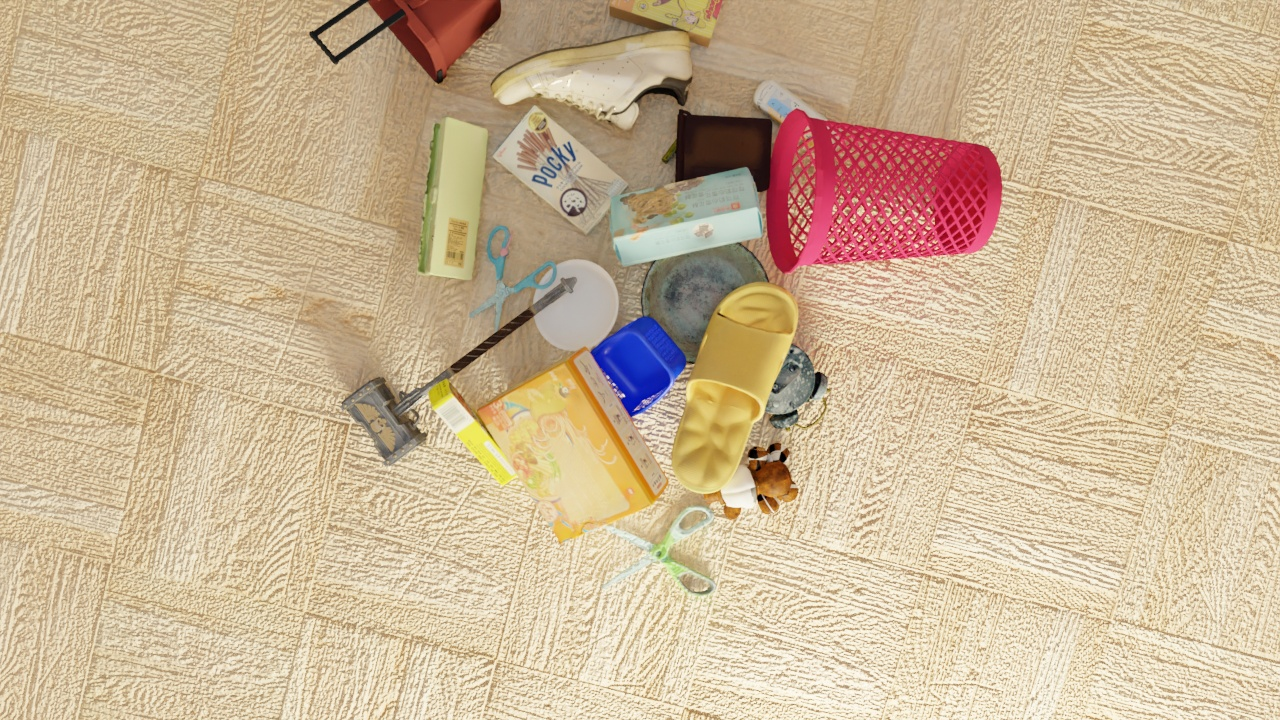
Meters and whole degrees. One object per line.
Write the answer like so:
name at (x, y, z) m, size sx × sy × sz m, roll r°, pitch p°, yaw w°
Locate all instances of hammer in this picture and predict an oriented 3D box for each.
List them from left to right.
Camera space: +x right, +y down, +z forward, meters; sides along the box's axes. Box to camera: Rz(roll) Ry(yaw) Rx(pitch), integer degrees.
hammer at (-0.206, -0.003, 1.108) m, size 0.322 × 0.044 × 0.098 m, roll -36°, pitch 94°, yaw 8°

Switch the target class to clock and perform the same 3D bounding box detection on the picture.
clock at (0.176, 0.030, 1.125) m, size 0.090 × 0.052 × 0.129 m, roll -43°, pitch 93°, yaw 2°

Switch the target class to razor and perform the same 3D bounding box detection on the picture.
razor at (0.080, -0.230, 1.122) m, size 0.106 × 0.026 × 0.042 m, roll 36°, pitch 91°, yaw -7°

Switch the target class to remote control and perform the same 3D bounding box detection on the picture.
remote control at (0.192, -0.295, 1.119) m, size 0.125 × 0.018 × 0.038 m, roll 35°, pitch 93°, yaw -5°

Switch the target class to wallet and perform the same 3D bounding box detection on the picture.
wallet at (0.100, -0.251, 1.105) m, size 0.115 × 0.018 × 0.091 m, roll 1°, pitch 94°, yaw -10°

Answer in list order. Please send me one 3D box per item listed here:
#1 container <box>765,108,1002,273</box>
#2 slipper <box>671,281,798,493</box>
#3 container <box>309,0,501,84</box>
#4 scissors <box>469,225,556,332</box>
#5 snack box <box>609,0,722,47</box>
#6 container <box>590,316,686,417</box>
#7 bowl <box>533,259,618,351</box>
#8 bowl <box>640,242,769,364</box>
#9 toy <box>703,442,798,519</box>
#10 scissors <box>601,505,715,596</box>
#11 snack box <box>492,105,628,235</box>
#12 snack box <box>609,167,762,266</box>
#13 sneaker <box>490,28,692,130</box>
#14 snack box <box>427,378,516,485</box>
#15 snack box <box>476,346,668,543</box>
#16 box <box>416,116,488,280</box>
container at (0.280, -0.190, 1.060) m, size 0.225 × 0.183 × 0.183 m, roll 1°, pitch 94°, yaw -8°
slipper at (0.101, 0.033, 1.066) m, size 0.099 × 0.078 × 0.263 m, roll 21°, pitch 100°, yaw 13°
container at (-0.274, -0.393, 1.053) m, size 0.200 × 0.127 × 0.148 m, roll -41°, pitch 93°, yaw -8°
scissors at (-0.153, -0.095, 1.120) m, size 0.126 × 0.015 × 0.136 m, roll 7°, pitch 96°, yaw 21°
snack box at (0.036, -0.441, 1.095) m, size 0.126 × 0.040 × 0.088 m, roll 17°, pitch 94°, yaw -2°
container at (-0.007, 0.006, 1.099) m, size 0.096 × 0.058 × 0.114 m, roll 49°, pitch 128°, yaw -3°
bowl at (-0.072, -0.065, 1.116) m, size 0.110 × 0.040 × 0.110 m, roll -1°, pitch 86°, yaw 18°
bowl at (0.079, -0.074, 1.123) m, size 0.157 × 0.038 × 0.157 m, roll 0°, pitch 94°, yaw -1°
toy at (0.134, 0.151, 1.132) m, size 0.113 × 0.067 × 0.087 m, roll -13°, pitch 94°, yaw 9°
scissors at (0.025, 0.238, 1.161) m, size 0.171 × 0.023 × 0.169 m, roll 30°, pitch 99°, yaw -5°
snack box at (-0.096, -0.230, 1.117) m, size 0.150 × 0.026 × 0.082 m, roll 39°, pitch 93°, yaw -4°
snack box at (0.053, -0.169, 1.082) m, size 0.175 × 0.053 × 0.074 m, roll -12°, pitch 51°, yaw 8°
sneaker at (-0.051, -0.319, 1.086) m, size 0.241 × 0.089 × 0.102 m, roll -14°, pitch 100°, yaw -5°
snack box at (-0.198, 0.087, 1.099) m, size 0.029 × 0.040 × 0.148 m, roll -35°, pitch 122°, yaw 0°
snack box at (-0.078, 0.100, 1.095) m, size 0.145 × 0.080 × 0.195 m, roll -28°, pitch 97°, yaw 29°
box at (-0.225, -0.191, 1.107) m, size 0.077 × 0.089 × 0.188 m, roll 5°, pitch 92°, yaw -21°
